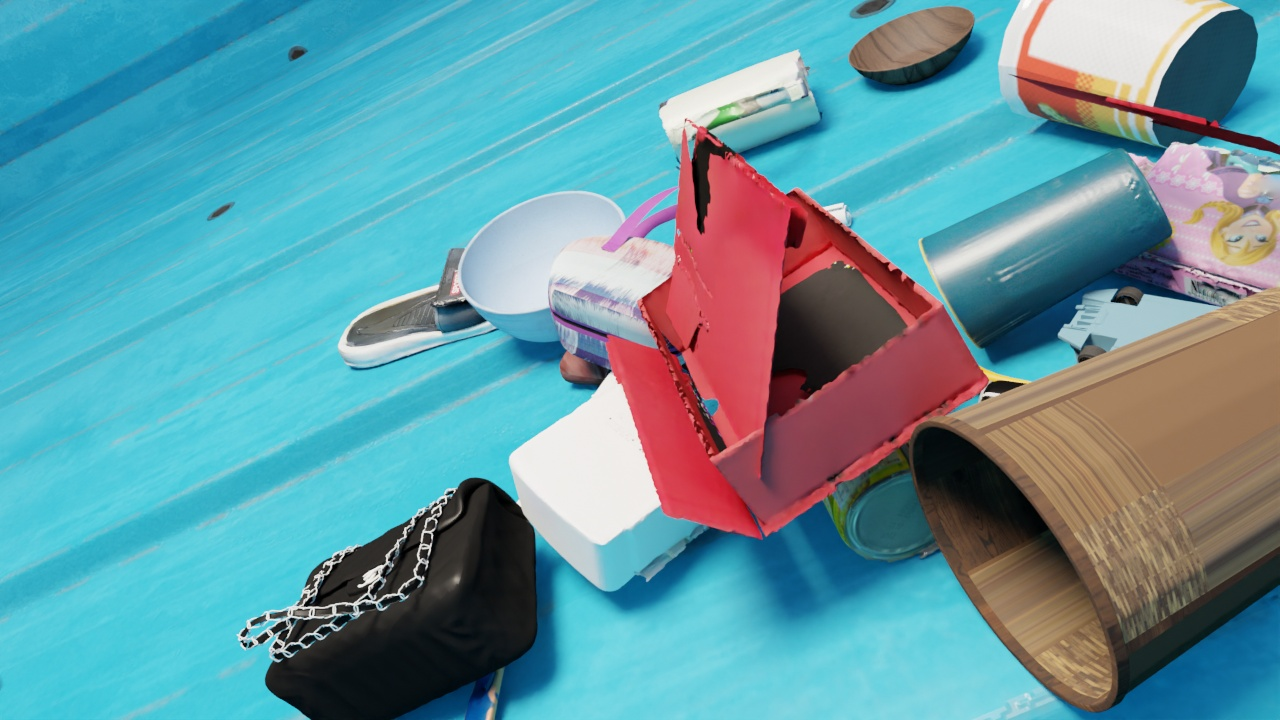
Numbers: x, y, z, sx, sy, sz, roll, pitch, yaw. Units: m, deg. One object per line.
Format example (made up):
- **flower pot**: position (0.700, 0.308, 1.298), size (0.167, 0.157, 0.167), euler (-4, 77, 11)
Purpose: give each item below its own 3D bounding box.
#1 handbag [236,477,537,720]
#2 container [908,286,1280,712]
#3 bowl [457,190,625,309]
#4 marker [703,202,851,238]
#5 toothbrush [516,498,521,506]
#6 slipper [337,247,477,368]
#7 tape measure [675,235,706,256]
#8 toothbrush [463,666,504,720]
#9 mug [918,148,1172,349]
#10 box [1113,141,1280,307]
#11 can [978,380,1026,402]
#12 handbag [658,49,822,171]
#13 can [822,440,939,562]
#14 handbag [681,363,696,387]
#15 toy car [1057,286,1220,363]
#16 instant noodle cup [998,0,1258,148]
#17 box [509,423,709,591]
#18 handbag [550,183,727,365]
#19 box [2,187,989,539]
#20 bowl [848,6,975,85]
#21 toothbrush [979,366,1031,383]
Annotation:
- **handbag**: position (-0.148, 0.131, 0.547), size (0.154, 0.114, 0.125), euler (-33, 26, 20)
- **container**: position (0.226, 0.048, 0.393), size (0.167, 0.132, 0.132), euler (-26, 34, -6)
- **bowl**: position (-0.073, -0.069, 0.788), size (0.151, 0.075, 0.150), euler (-11, 45, 11)
- **marker**: position (0.109, -0.110, 0.769), size (0.134, 0.020, 0.017), euler (-7, 41, 29)
- **toothbrush**: position (-0.060, 0.072, 0.646), size (0.015, 0.016, 0.186), euler (18, 58, 34)
- **slipper**: position (-0.185, -0.067, 0.890), size (0.264, 0.063, 0.111), euler (-19, 35, 18)
- **tape measure**: position (0.043, -0.069, 0.751), size (0.059, 0.036, 0.065), euler (-23, 37, 25)
- **toothbrush**: position (-0.085, 0.179, 0.535), size (0.022, 0.017, 0.134), euler (-29, 30, 31)
- **mug**: position (0.240, -0.069, 0.545), size (0.122, 0.078, 0.078), euler (-30, 31, 24)
- **box**: position (0.342, -0.075, 0.518), size (0.084, 0.063, 0.230), euler (-36, 35, -10)
- **can**: position (0.226, 0.030, 0.492), size (0.081, 0.031, 0.031), euler (9, 49, 42)
- **handbag**: position (0.094, -0.232, 0.874), size (0.151, 0.074, 0.175), euler (-19, 16, 11)
- **can**: position (0.125, 0.052, 0.504), size (0.068, 0.068, 0.105), euler (-25, 35, 5)
- **handbag**: position (-0.004, 0.004, 0.702), size (0.120, 0.029, 0.055), euler (13, 58, 38)
- **toy car**: position (0.289, -0.006, 0.498), size (0.108, 0.027, 0.060), euler (18, 55, 42)
- **instant noodle cup**: position (0.349, -0.216, 0.656), size (0.123, 0.123, 0.121), euler (-33, 42, -7)
- **box**: position (-0.008, 0.089, 0.566), size (0.107, 0.102, 0.102), euler (-35, 51, -26)
- **handbag**: position (0.013, -0.073, 0.694), size (0.145, 0.068, 0.169), euler (21, 54, 18)
- **box**: position (-0.057, 0.003, 0.494), size (0.425, 0.128, 0.212), euler (-7, 27, -6)
- **bowl**: position (0.265, -0.299, 0.891), size (0.119, 0.032, 0.119), euler (-19, 35, 14)
- **toothbrush**: position (0.188, 0.006, 0.556), size (0.197, 0.031, 0.030), euler (13, 55, 40)
